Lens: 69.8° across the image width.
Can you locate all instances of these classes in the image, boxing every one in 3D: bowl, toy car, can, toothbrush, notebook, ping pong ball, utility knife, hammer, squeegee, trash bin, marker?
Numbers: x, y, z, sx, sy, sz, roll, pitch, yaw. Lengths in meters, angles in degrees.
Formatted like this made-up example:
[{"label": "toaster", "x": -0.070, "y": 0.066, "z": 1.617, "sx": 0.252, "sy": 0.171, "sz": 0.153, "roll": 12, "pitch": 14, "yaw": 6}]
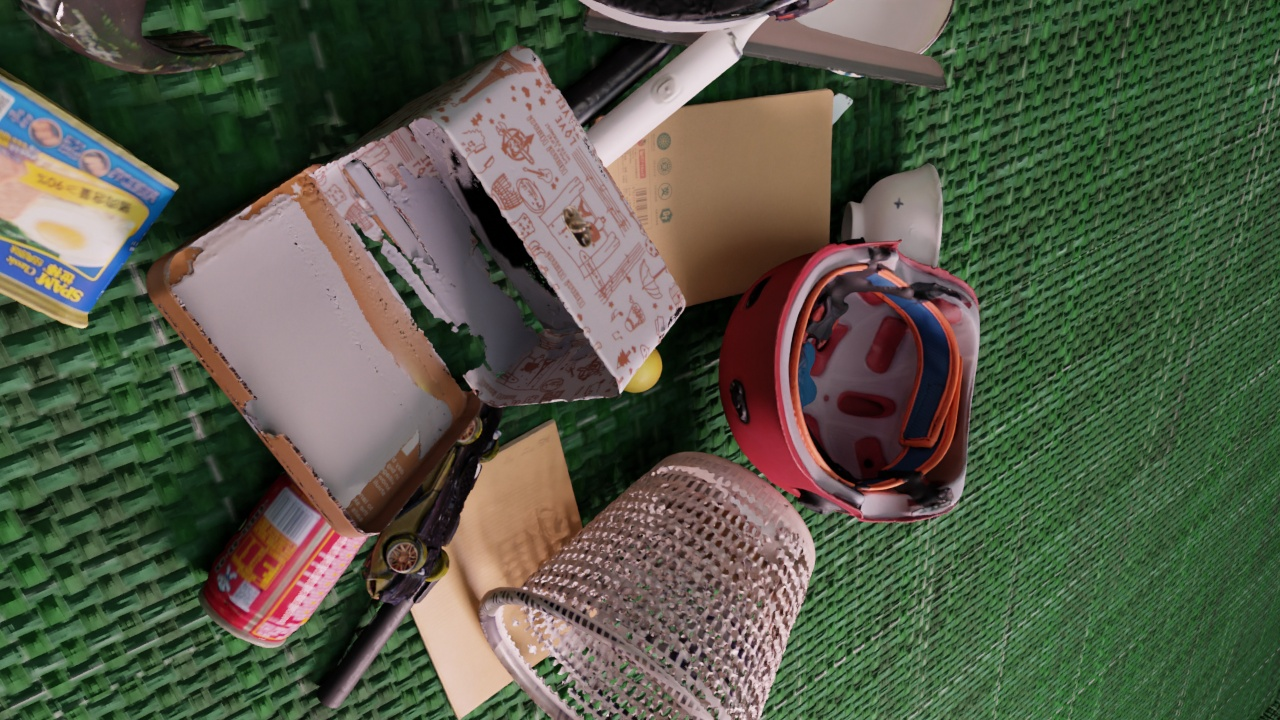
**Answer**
[{"label": "bowl", "x": 0.159, "y": -0.259, "z": 0.657, "sx": 0.116, "sy": 0.066, "sz": 0.116, "roll": 0, "pitch": 95, "yaw": 4}, {"label": "toy car", "x": -0.132, "y": 0.084, "z": 0.603, "sx": 0.070, "sy": 0.042, "sz": 0.158, "roll": 84, "pitch": 29, "yaw": -71}, {"label": "can", "x": -0.215, "y": 0.119, "z": 0.561, "sx": 0.093, "sy": 0.066, "sz": 0.066, "roll": -54, "pitch": 132, "yaw": -4}, {"label": "toothbrush", "x": 0.005, "y": -0.204, "z": 0.605, "sx": 0.212, "sy": 0.026, "sz": 0.027, "roll": -42, "pitch": 120, "yaw": -15}, {"label": "notebook", "x": -0.106, "y": 0.163, "z": 0.705, "sx": 0.149, "sy": 0.012, "sz": 0.212, "roll": -29, "pitch": 126, "yaw": -26}, {"label": "ping pong ball", "x": -0.004, "y": 0.004, "z": 0.688, "sx": 0.040, "sy": 0.040, "sz": 0.040, "roll": -17, "pitch": 120, "yaw": -31}, {"label": "bowl", "x": 0.205, "y": -0.107, "z": 0.772, "sx": 0.065, "sy": 0.118, "sz": 0.118, "roll": 3, "pitch": 115, "yaw": 2}, {"label": "utility knife", "x": 0.100, "y": -0.135, "z": 0.716, "sx": 0.204, "sy": 0.018, "sz": 0.034, "roll": -49, "pitch": 124, "yaw": -8}, {"label": "notebook", "x": 0.061, "y": -0.116, "z": 0.681, "sx": 0.207, "sy": 0.008, "sz": 0.148, "roll": -15, "pitch": 114, "yaw": -27}, {"label": "hammer", "x": -0.155, "y": -0.264, "z": 0.405, "sx": 0.322, "sy": 0.032, "sz": 0.126, "roll": -62, "pitch": 166, "yaw": -14}, {"label": "squeegee", "x": 0.098, "y": -0.317, "z": 0.601, "sx": 0.247, "sy": 0.040, "sz": 0.249, "roll": 7, "pitch": 95, "yaw": -9}, {"label": "toothbrush", "x": 0.033, "y": -0.182, "z": 0.576, "sx": 0.221, "sy": 0.026, "sz": 0.027, "roll": -36, "pitch": 103, "yaw": 14}, {"label": "can", "x": -0.282, "y": -0.077, "z": 0.422, "sx": 0.102, "sy": 0.057, "sz": 0.083, "roll": 39, "pitch": 83, "yaw": -43}, {"label": "trash bin", "x": 0.025, "y": 0.183, "z": 0.690, "sx": 0.191, "sy": 0.228, "sz": 0.228, "roll": -48, "pitch": 134, "yaw": -34}, {"label": "marker", "x": -0.180, "y": 0.188, "z": 0.639, "sx": 0.132, "sy": 0.022, "sz": 0.020, "roll": -52, "pitch": 165, "yaw": 6}]

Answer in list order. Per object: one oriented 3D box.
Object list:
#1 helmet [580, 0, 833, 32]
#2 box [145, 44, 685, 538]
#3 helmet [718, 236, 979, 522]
[{"label": "helmet", "x": 0.040, "y": -0.287, "z": 0.496, "sx": 0.274, "sy": 0.157, "sz": 0.230, "roll": -41, "pitch": 94, "yaw": -1}, {"label": "box", "x": -0.115, "y": -0.029, "z": 0.480, "sx": 0.183, "sy": 0.157, "sz": 0.192, "roll": 57, "pitch": 49, "yaw": -23}, {"label": "helmet", "x": 0.140, "y": 0.014, "z": 0.699, "sx": 0.239, "sy": 0.144, "sz": 0.206, "roll": 17, "pitch": 77, "yaw": -36}]
